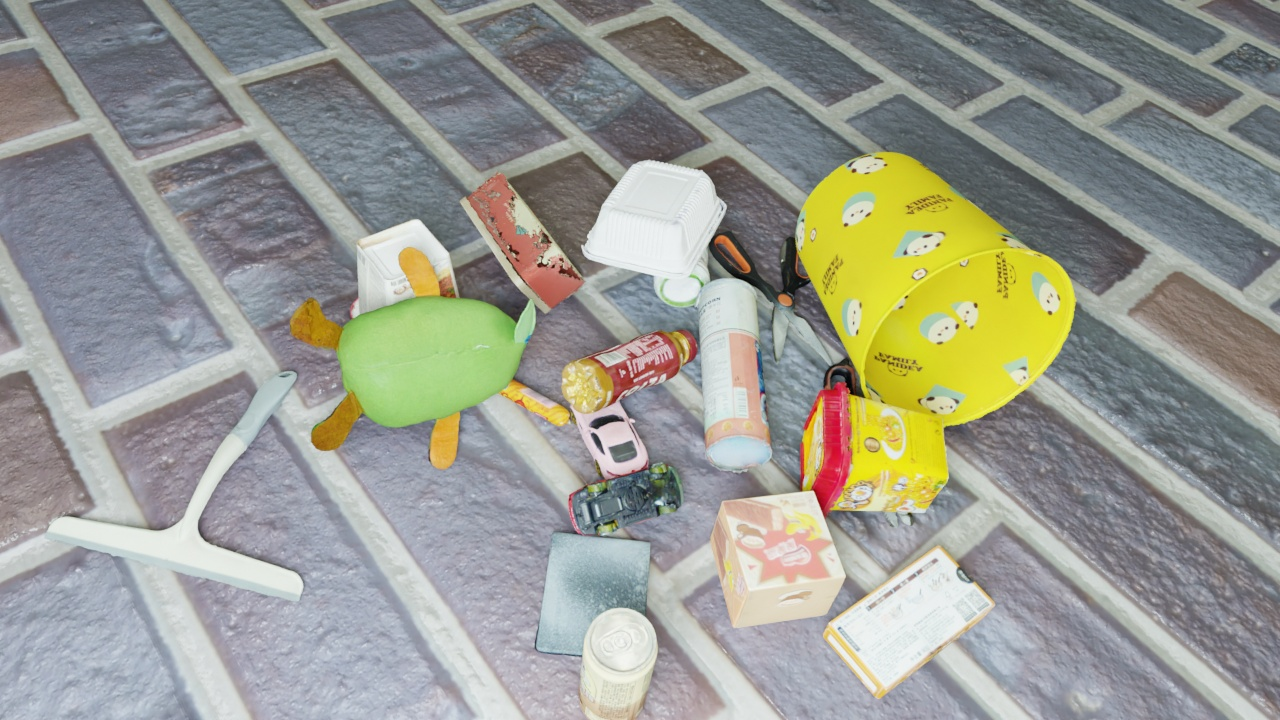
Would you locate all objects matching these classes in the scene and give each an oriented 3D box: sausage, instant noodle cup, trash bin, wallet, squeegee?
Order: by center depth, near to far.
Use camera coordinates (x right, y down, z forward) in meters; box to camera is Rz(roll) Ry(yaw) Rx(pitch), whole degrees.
[{"bbox_3d":[-0.042,0.217,0.847,0.097,0.019,0.120,5,50,0],"label":"wallet"},{"bbox_3d":[-0.399,0.091,0.899,0.246,0.039,0.245,13,48,4],"label":"squeegee"},{"bbox_3d":[0.232,0.096,0.916,0.123,0.116,0.115,8,53,-1],"label":"instant noodle cup"},{"bbox_3d":[-0.143,0.030,0.995,0.165,0.021,0.021,27,51,17],"label":"sausage"},{"bbox_3d":[-0.254,-0.076,1.007,0.116,0.124,0.116,-27,57,-26],"label":"instant noodle cup"},{"bbox_3d":[0.302,-0.091,1.021,0.229,0.230,0.255,-6,40,-12],"label":"trash bin"},{"bbox_3d":[0.019,-0.177,1.088,0.138,0.060,0.173,15,43,15],"label":"instant noodle cup"}]

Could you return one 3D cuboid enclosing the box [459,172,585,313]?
[{"bbox_3d":[-0.135,-0.147,1.091,0.079,0.091,0.168,-39,58,3],"label":"box"}]

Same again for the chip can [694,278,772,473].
[{"bbox_3d":[0.099,0.012,0.998,0.071,0.071,0.214,3,52,-4],"label":"chip can"}]

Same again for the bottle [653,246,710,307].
[{"bbox_3d":[0.050,-0.154,1.153,0.068,0.068,0.196,4,46,-4],"label":"bottle"}]

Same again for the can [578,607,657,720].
[{"bbox_3d":[-0.020,0.253,0.750,0.058,0.116,0.058,4,49,-4],"label":"can"}]

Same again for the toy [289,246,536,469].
[{"bbox_3d":[-0.221,-0.001,0.921,0.246,0.227,0.090,-11,7,-33],"label":"toy"}]

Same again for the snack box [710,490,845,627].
[{"bbox_3d":[0.125,0.184,0.855,0.092,0.077,0.094,-5,50,-11],"label":"snack box"}]

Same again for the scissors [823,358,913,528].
[{"bbox_3d":[0.266,0.085,1.001,0.194,0.015,0.206,-33,60,-31],"label":"scissors"}]

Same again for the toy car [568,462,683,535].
[{"bbox_3d":[-0.015,0.135,0.896,0.120,0.045,0.053,-11,87,-26],"label":"toy car"}]

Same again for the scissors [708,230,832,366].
[{"bbox_3d":[0.164,-0.085,1.128,0.224,0.022,0.220,32,48,6],"label":"scissors"}]

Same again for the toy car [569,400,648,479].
[{"bbox_3d":[-0.033,0.075,0.960,0.056,0.037,0.122,-15,51,-21],"label":"toy car"}]

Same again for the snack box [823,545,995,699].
[{"bbox_3d":[0.251,0.241,0.855,0.153,0.026,0.075,-26,57,-26],"label":"snack box"}]

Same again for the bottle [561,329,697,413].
[{"bbox_3d":[-0.006,0.006,0.989,0.057,0.058,0.174,40,39,25],"label":"bottle"}]
